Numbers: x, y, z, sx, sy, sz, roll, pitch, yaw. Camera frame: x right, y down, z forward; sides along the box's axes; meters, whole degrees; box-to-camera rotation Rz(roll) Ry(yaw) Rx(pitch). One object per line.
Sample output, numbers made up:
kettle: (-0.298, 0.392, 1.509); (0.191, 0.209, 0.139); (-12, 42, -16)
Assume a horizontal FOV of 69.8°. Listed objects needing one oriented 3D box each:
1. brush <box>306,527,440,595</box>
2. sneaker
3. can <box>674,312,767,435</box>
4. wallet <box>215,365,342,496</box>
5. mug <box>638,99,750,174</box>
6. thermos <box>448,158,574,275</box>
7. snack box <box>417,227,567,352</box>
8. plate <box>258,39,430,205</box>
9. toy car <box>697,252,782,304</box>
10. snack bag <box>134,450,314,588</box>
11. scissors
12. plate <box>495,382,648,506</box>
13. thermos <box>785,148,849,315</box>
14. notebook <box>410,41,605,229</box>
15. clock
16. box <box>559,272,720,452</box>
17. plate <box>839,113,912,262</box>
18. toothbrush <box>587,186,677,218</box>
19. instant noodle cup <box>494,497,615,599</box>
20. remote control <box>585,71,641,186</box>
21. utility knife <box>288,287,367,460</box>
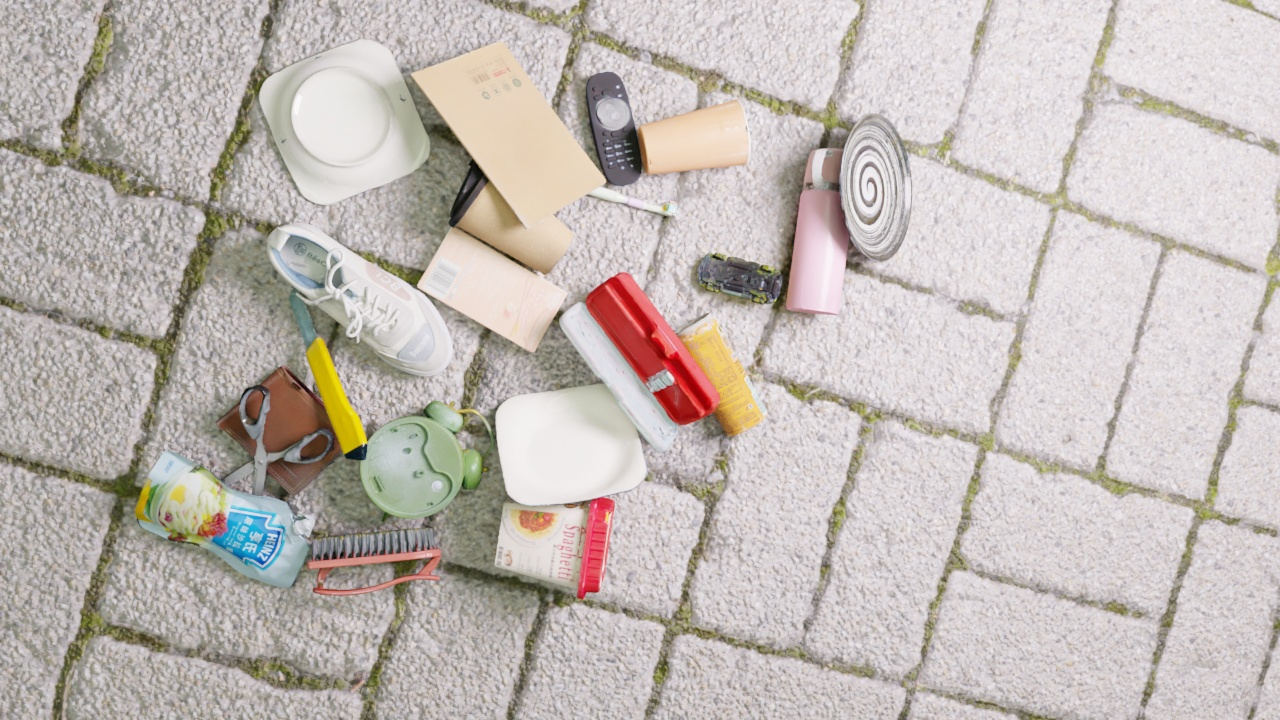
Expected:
brush: (-0.304, 0.232, 1.059); (0.145, 0.063, 0.069); (-4, 81, -11)
sneaker: (-0.312, -0.071, 1.031); (0.242, 0.091, 0.089); (38, 87, -9)
can: (0.097, 0.018, 1.117); (0.058, 0.058, 0.146); (-30, 97, -7)
wallet: (-0.405, 0.082, 1.053); (0.101, 0.032, 0.124); (-44, 97, -2)
mug: (0.062, -0.262, 1.095); (0.122, 0.078, 0.078); (-11, 94, -3)
thermos: (-0.151, -0.164, 1.058); (0.143, 0.093, 0.093); (34, 87, -16)
snack box: (-0.174, -0.083, 1.085); (0.157, 0.026, 0.084); (30, 87, -9)
plate: (-0.338, -0.274, 1.047); (0.163, 0.034, 0.164); (-25, 97, -7)
toy car: (0.121, -0.101, 1.130); (0.105, 0.032, 0.048); (15, 90, 2)
snack bag: (-0.465, 0.183, 1.035); (0.191, 0.038, 0.110); (28, 101, -8)
scissors: (-0.423, 0.111, 1.036); (0.159, 0.014, 0.181); (2, 106, 3)
plate: (-0.083, 0.103, 1.070); (0.163, 0.034, 0.164); (-8, 50, -8)
thermos: (0.219, -0.157, 1.117); (0.067, 0.087, 0.198); (9, 93, 28)
notebook: (-0.145, -0.260, 1.042); (0.207, 0.008, 0.147); (53, 48, -4)
clock: (-0.248, 0.113, 1.066); (0.161, 0.056, 0.116); (-26, 97, -7)
box: (-0.009, 0.008, 1.076); (0.201, 0.096, 0.100); (53, 47, -6)
plate: (0.281, -0.209, 1.116); (0.179, 0.024, 0.179); (-3, 94, -47)
toothbrush: (-0.047, -0.205, 1.105); (0.189, 0.029, 0.020); (14, 131, -8)
instant noodle cup: (-0.099, 0.207, 1.072); (0.124, 0.116, 0.116); (8, 91, 2)
remote control: (-0.033, -0.276, 1.101); (0.053, 0.024, 0.136); (-12, 93, -7)
utility knife: (-0.355, 0.014, 1.041); (0.033, 0.015, 0.223); (-27, 79, 12)
